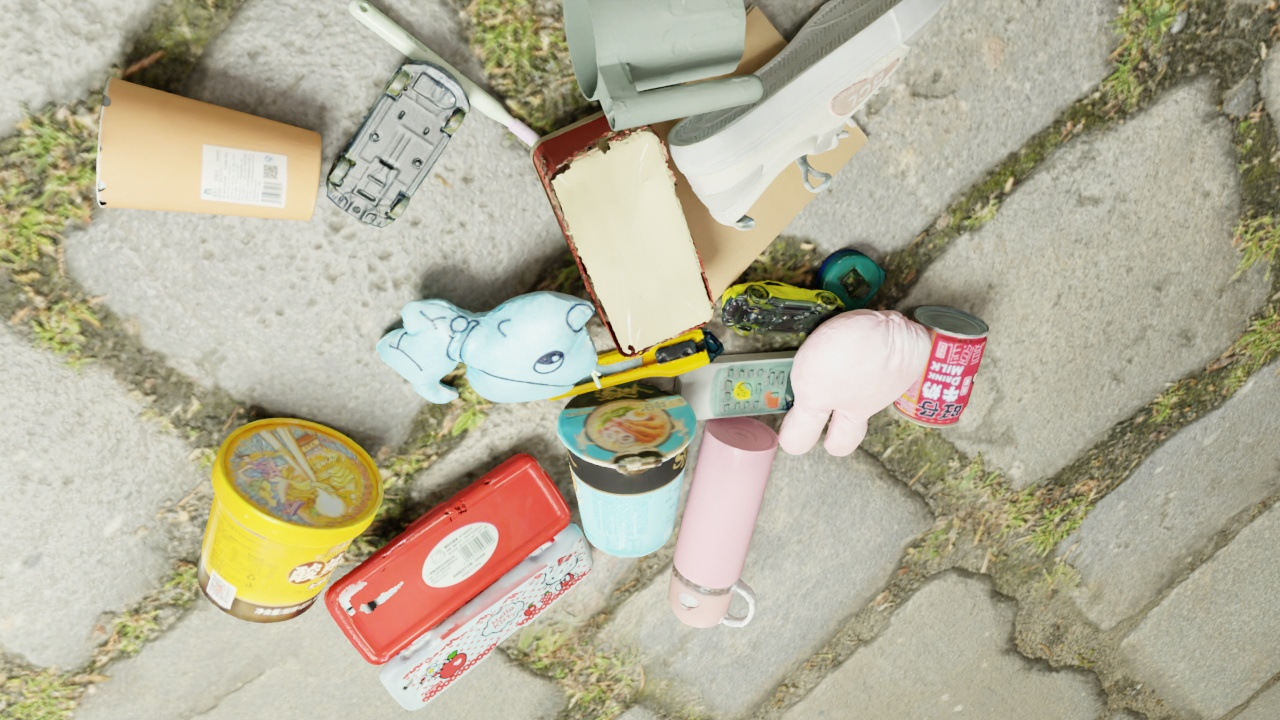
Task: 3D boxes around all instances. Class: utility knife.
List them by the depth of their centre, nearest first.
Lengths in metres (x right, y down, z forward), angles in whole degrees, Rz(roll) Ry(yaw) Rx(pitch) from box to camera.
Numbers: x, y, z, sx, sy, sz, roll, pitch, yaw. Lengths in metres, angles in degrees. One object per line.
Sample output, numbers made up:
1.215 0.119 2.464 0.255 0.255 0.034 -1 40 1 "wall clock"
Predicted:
-0.004 0.004 0.752 0.153 0.015 0.033 -15 84 -7 "utility knife"

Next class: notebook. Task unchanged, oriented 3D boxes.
0.060 -0.140 0.710 0.149 0.012 0.212 38 101 -31 "notebook"

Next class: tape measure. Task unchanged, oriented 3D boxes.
0.176 -0.065 0.777 0.054 0.025 0.058 34 102 -30 "tape measure"

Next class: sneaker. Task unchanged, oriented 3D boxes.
0.133 -0.184 0.648 0.242 0.089 0.091 -40 123 -9 "sneaker"

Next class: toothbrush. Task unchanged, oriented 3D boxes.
-0.114 -0.183 0.627 0.189 0.020 0.029 32 75 -29 "toothbrush"

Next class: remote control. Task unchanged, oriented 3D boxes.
0.096 0.021 0.800 0.135 0.019 0.056 -3 118 -16 "remote control"

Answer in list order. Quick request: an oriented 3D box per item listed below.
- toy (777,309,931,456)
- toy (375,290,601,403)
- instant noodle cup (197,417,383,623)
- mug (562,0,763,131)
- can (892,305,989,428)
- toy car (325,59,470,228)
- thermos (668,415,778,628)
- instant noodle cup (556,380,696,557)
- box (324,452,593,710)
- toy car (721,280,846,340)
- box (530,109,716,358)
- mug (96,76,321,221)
0.176 0.021 0.782 0.121 0.054 0.160 6 129 -23 "toy"
-0.106 -0.007 0.685 0.156 0.049 0.162 26 131 -23 "toy"
-0.269 0.124 0.686 0.118 0.118 0.115 19 117 -25 "instant noodle cup"
0.014 -0.206 0.600 0.103 0.123 0.084 -14 153 -13 "mug"
0.265 0.006 0.818 0.066 0.066 0.094 -1 117 -17 "can"
-0.164 -0.146 0.618 0.054 0.036 0.121 31 111 -27 "toy car"
0.079 0.153 0.828 0.067 0.087 0.199 -29 135 -57 "thermos"
-0.011 0.097 0.761 0.111 0.111 0.121 -9 126 -13 "instant noodle cup"
-0.137 0.186 0.754 0.200 0.065 0.160 -35 118 -18 "box"
0.118 -0.044 0.759 0.105 0.032 0.048 6 142 -12 "toy car"
-0.006 -0.087 0.658 0.091 0.077 0.168 -25 127 -3 "box"
-0.268 -0.126 0.578 0.122 0.078 0.078 6 115 -25 "mug"
